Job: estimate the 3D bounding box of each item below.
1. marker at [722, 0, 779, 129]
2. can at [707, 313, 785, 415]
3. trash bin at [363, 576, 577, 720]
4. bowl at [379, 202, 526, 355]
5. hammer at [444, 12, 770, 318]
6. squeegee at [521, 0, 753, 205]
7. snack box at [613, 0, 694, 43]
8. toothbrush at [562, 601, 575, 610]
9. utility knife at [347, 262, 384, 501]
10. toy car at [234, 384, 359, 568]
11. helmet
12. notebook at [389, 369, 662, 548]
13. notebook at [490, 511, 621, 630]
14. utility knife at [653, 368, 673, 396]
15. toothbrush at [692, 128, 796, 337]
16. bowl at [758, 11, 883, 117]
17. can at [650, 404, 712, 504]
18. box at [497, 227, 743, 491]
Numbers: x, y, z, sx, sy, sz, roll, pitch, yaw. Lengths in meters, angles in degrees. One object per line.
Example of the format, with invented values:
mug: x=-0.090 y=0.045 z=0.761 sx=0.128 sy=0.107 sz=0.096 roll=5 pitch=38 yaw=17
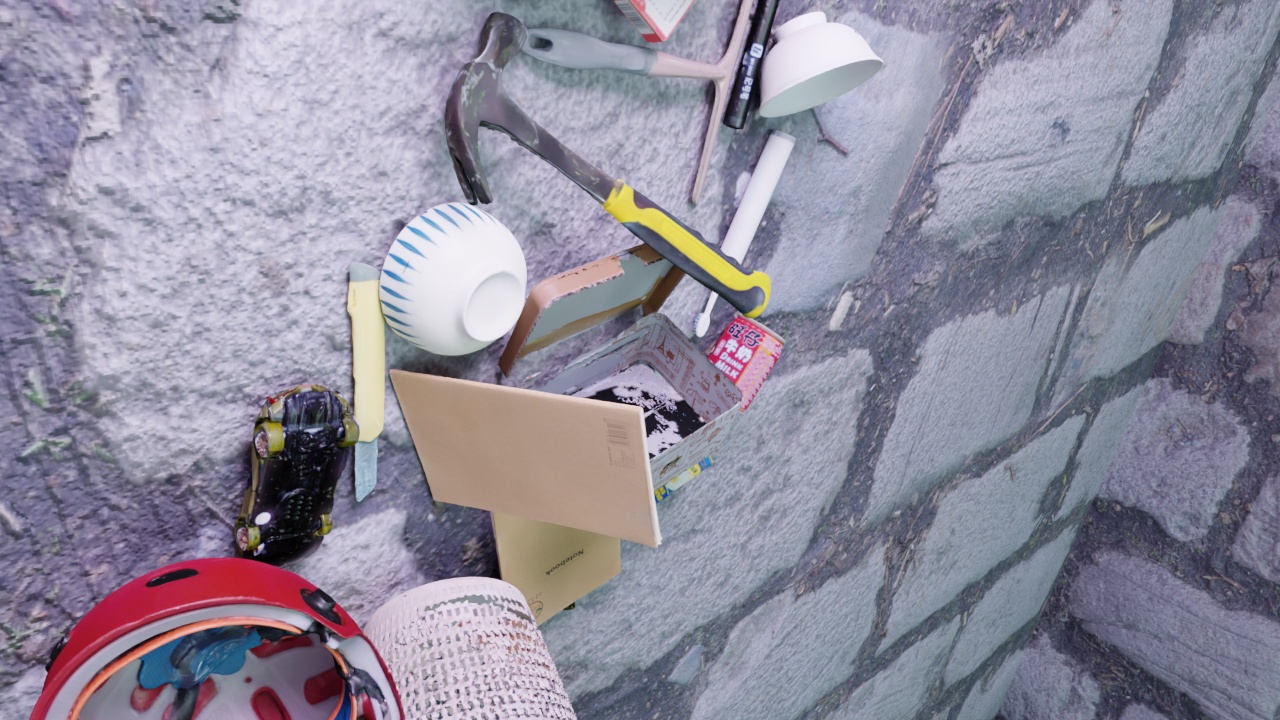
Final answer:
marker: x=0.102 y=-0.276 z=0.830 sx=0.022 sy=0.020 sz=0.132 roll=-39 pitch=146 yaw=-71
can: x=0.107 y=0.003 z=0.994 sx=0.094 sy=0.066 sz=0.066 roll=-58 pitch=142 yaw=1
trash bin: x=-0.153 y=0.305 z=0.790 sx=0.227 sy=0.192 sz=0.228 roll=-13 pitch=142 yaw=-11
bowl: x=-0.130 y=-0.054 z=0.692 sx=0.116 sy=0.066 sz=0.117 roll=-31 pitch=135 yaw=-36
hammer: x=-0.011 y=-0.117 z=0.711 sx=0.323 sy=0.032 sz=0.126 roll=31 pitch=74 yaw=-35
squeegee: x=0.008 y=-0.241 z=0.741 sx=0.249 sy=0.040 sz=0.248 roll=-9 pitch=123 yaw=-43
snack box: x=0.032 y=-0.326 z=0.690 sx=0.077 sy=0.027 sz=0.155 roll=41 pitch=79 yaw=-36
toothbrush: x=-0.136 y=0.243 z=0.931 sx=0.026 sy=0.027 sz=0.212 roll=-29 pitch=152 yaw=28
utility knife: x=-0.209 y=0.021 z=0.703 sx=0.030 sy=0.021 sz=0.207 roll=-15 pitch=119 yaw=-40
toy car: x=-0.259 y=0.089 z=0.679 sx=0.070 sy=0.042 sz=0.158 roll=-3 pitch=122 yaw=-46
helmet: x=-0.304 y=0.225 z=0.648 sx=0.206 sy=0.144 sz=0.240 roll=-37 pitch=127 yaw=-13
notebook: x=-0.090 y=0.078 z=0.734 sx=0.012 sy=0.212 sz=0.150 roll=-63 pitch=154 yaw=-45
notebook: x=-0.078 y=0.179 z=0.915 sx=0.147 sy=0.008 sz=0.208 roll=-27 pitch=136 yaw=-30
utility knife: x=0.027 y=0.053 z=0.983 sx=0.034 sy=0.018 sz=0.205 roll=-35 pitch=136 yaw=-25
toothbrush: x=0.101 y=-0.125 z=0.930 sx=0.026 sy=0.026 sz=0.221 roll=17 pitch=104 yaw=-24
bowl: x=0.155 y=-0.277 z=0.841 sx=0.118 sy=0.119 sz=0.064 roll=-19 pitch=89 yaw=-39
can: x=0.021 y=0.093 z=0.956 sx=0.083 sy=0.057 sz=0.102 roll=-34 pitch=134 yaw=-11
box: x=-0.005 y=0.003 z=0.793 sx=0.182 sy=0.157 sz=0.194 roll=-29 pitch=155 yaw=-33
